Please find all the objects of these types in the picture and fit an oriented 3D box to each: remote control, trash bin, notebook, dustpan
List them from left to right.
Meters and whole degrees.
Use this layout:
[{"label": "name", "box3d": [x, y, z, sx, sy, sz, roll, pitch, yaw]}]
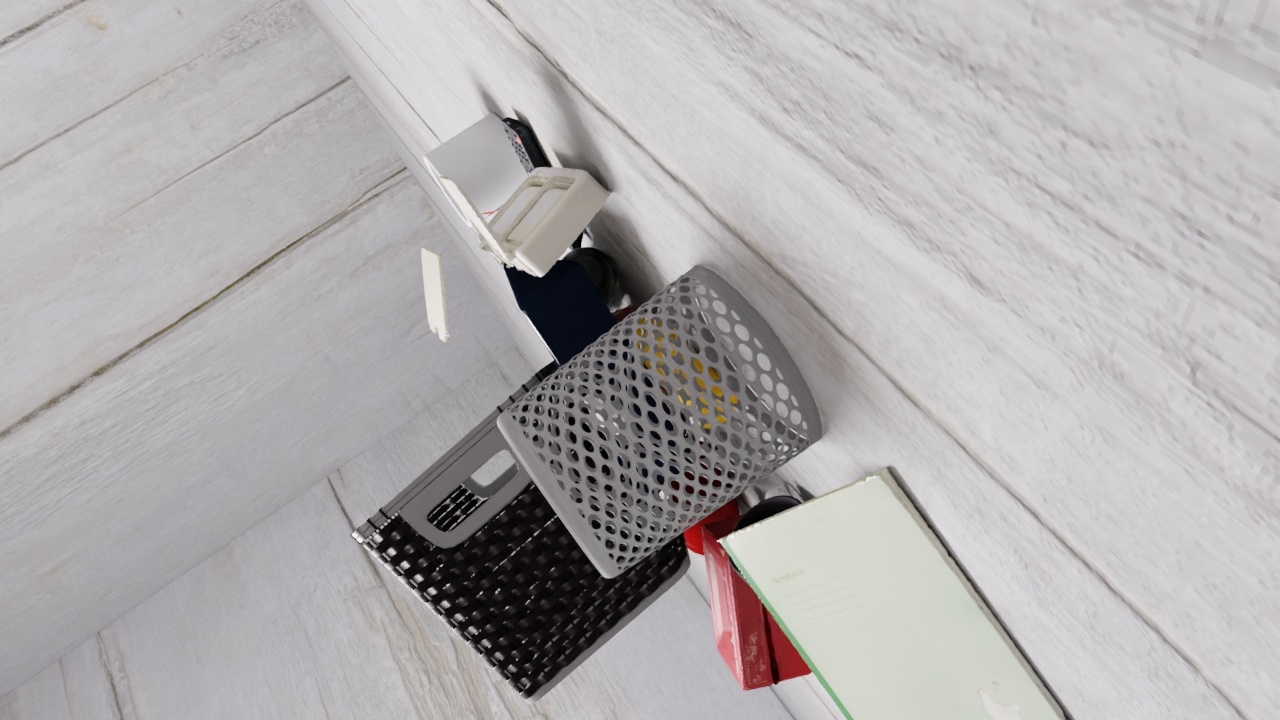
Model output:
[{"label": "remote control", "box3d": [-0.096, -0.178, 0.933, 0.047, 0.022, 0.150, 46, 166, 49]}, {"label": "dustpan", "box3d": [-0.043, 0.024, 0.867, 0.273, 0.080, 0.236, 16, 142, 57]}, {"label": "trash bin", "box3d": [0.009, 0.048, 0.663, 0.156, 0.183, 0.156, 53, 172, 11]}, {"label": "notebook", "box3d": [0.178, 0.204, 0.628, 0.252, 0.010, 0.182, 54, 142, 2]}]

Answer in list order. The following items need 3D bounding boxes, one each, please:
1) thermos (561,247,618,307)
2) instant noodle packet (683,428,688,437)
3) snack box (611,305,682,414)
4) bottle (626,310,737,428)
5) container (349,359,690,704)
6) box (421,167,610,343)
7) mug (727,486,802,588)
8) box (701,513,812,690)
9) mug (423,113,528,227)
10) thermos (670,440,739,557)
[{"label": "thermos", "box3d": [-0.066, -0.071, 1.027, 0.068, 0.068, 0.230, 55, 171, 1]}, {"label": "instant noodle packet", "box3d": [0.031, 0.088, 1.223, 0.160, 0.032, 0.221, 44, 167, 43]}, {"label": "snack box", "box3d": [-0.006, 0.011, 0.991, 0.121, 0.072, 0.072, 57, 172, -17]}, {"label": "bottle", "box3d": [0.031, 0.002, 0.845, 0.143, 0.043, 0.043, 48, 169, 40]}, {"label": "container", "box3d": [-0.112, 0.176, 0.997, 0.243, 0.247, 0.245, 49, -178, -3]}, {"label": "box", "box3d": [-0.140, -0.113, 0.784, 0.105, 0.187, 0.143, 42, 172, -25]}, {"label": "mug", "box3d": [0.140, 0.171, 0.826, 0.100, 0.085, 0.118, 45, -153, -27]}, {"label": "box", "box3d": [0.123, 0.254, 0.987, 0.129, 0.087, 0.158, -123, 26, -81]}, {"label": "mug", "box3d": [-0.183, -0.217, 1.024, 0.121, 0.090, 0.091, 46, 168, 48]}, {"label": "thermos", "box3d": [0.068, 0.171, 1.143, 0.108, 0.083, 0.199, 31, 159, 26]}]
